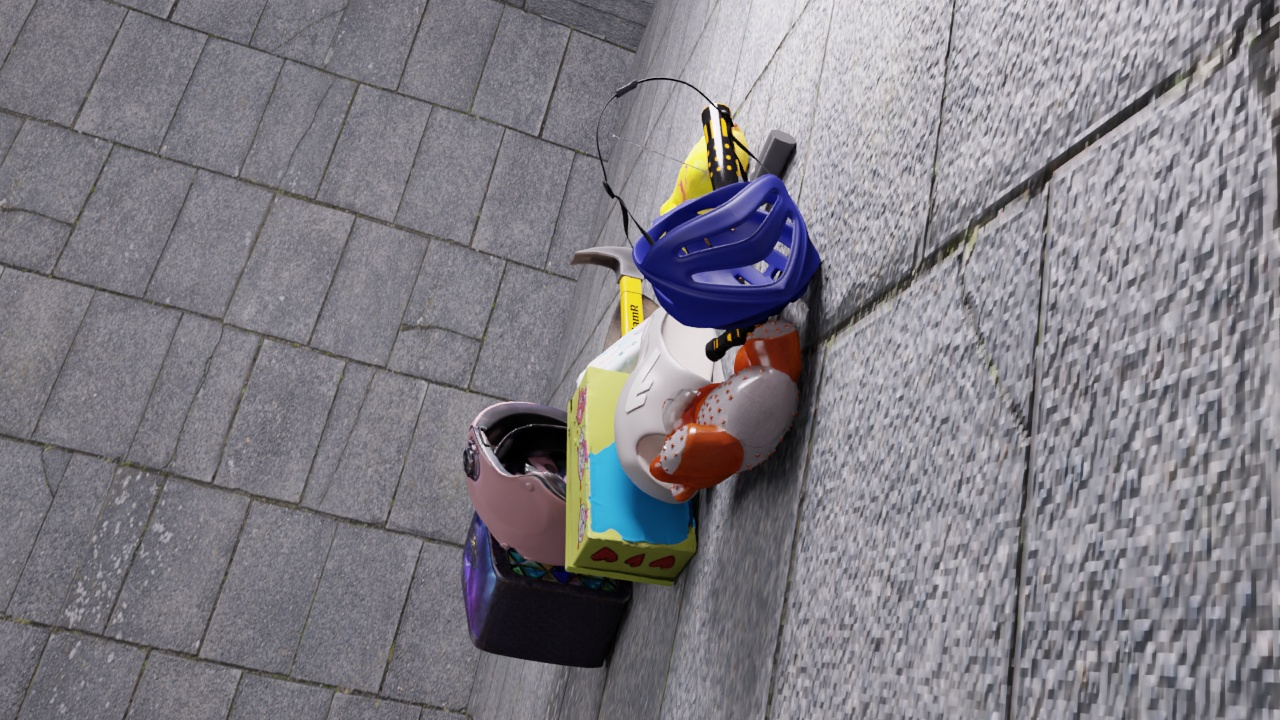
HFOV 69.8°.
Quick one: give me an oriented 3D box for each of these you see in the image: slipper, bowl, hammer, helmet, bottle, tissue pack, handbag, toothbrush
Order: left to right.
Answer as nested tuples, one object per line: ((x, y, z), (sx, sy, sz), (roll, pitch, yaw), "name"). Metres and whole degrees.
((-0.124, 0.277, 1.198), (0.221, 0.204, 0.126), (-111, 38, -64), "handbag")
((-0.106, 0.153, 1.125), (0.255, 0.229, 0.153), (36, 118, 40), "helmet")
((-0.015, -0.039, 1.282), (0.034, 0.169, 0.323), (121, 154, -45), "hammer")
((-0.011, -0.023, 1.415), (0.162, 0.070, 0.162), (-165, 91, -80), "bowl")
((-0.007, 0.007, 1.136), (0.182, 0.070, 0.112), (-36, 12, -2), "tissue pack")
((0.047, 0.021, 0.967), (0.081, 0.113, 0.265), (-49, 19, 42), "slipper")
((0.054, -0.231, 1.057), (0.010, 0.181, 0.010), (-122, 51, -71), "toothbrush")
((0.052, -0.138, 0.809), (0.147, 0.228, 0.241), (-32, 22, -5), "helmet")
((0.097, -0.158, 0.984), (0.124, 0.036, 0.319), (-45, 39, 48), "hammer")
((0.133, -0.194, 1.000), (0.030, 0.030, 0.113), (-87, 16, -54), "bottle")

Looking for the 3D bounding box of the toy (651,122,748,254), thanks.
((0.075, -0.203, 1.187), (0.134, 0.087, 0.194), (-59, 1, -42), "toy")

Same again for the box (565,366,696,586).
((-0.014, 0.122, 0.983), (0.082, 0.124, 0.220), (119, 154, -47), "box")

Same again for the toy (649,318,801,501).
((0.067, 0.050, 0.784), (0.163, 0.093, 0.173), (-54, -2, -21), "toy")
